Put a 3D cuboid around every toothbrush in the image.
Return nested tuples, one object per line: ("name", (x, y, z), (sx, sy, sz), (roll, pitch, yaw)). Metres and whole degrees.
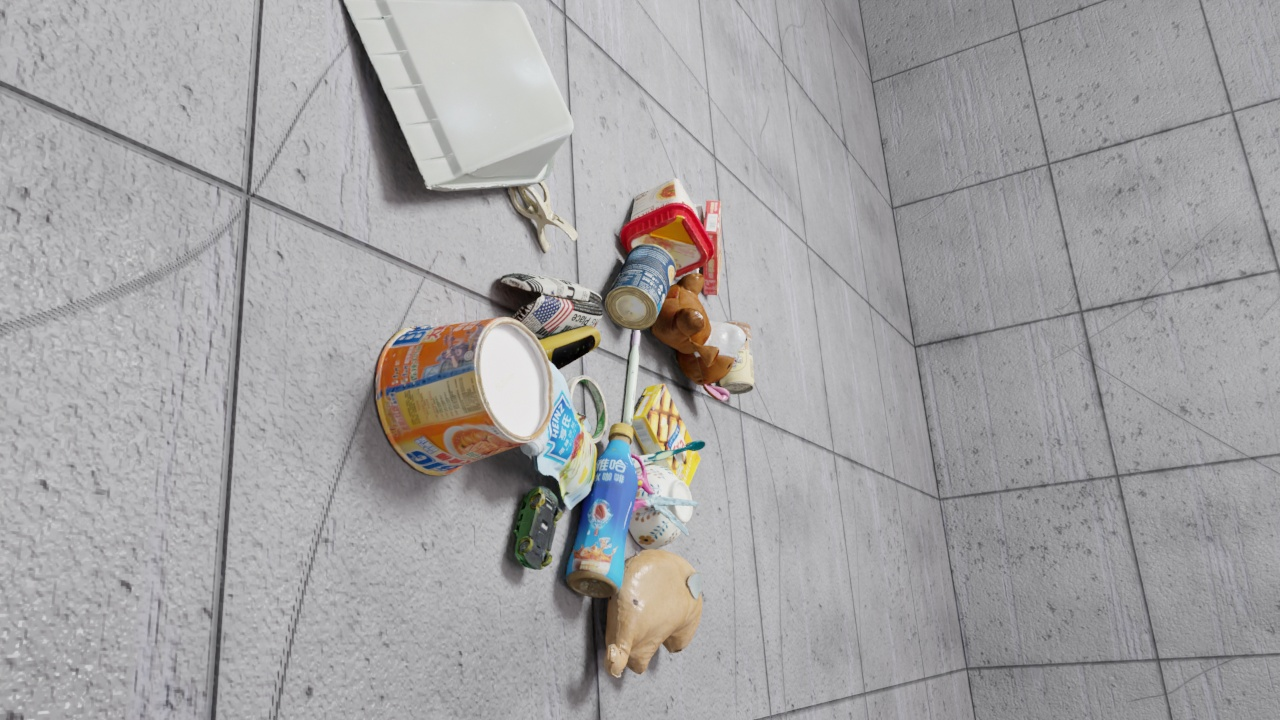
("toothbrush", (0.019, 0.128, 1.229), (0.191, 0.018, 0.016), (-9, 96, -43))
("toothbrush", (-0.008, 0.007, 1.274), (0.029, 0.020, 0.189), (46, 43, -46))

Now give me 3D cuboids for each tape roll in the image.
("tape roll", (-0.068, 0.061, 1.144), (0.085, 0.014, 0.085), (35, 48, -52))

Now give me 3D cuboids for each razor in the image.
("razor", (-0.101, -0.005, 1.037), (0.167, 0.068, 0.062), (-26, 123, -52))

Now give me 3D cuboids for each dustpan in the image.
("dustpan", (-0.190, -0.290, 1.037), (0.257, 0.143, 0.222), (-23, 87, -33))

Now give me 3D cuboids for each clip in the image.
("clip", (-0.122, -0.182, 1.124), (0.100, 0.072, 0.034), (55, 33, -25))

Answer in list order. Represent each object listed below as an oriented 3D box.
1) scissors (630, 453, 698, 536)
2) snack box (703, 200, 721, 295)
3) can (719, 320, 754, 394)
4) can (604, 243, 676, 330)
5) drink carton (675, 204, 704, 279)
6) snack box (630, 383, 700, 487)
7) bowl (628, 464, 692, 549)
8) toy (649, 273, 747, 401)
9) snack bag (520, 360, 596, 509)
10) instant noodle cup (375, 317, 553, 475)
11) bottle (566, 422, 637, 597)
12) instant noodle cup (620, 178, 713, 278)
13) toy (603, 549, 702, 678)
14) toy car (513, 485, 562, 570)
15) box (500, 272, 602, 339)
("scissors", (0.010, 0.182, 1.164), (0.134, 0.017, 0.112), (46, 62, -4))
("snack box", (0.119, -0.185, 1.521), (0.153, 0.025, 0.075), (83, 13, -53))
("can", (0.160, -0.006, 1.550), (0.058, 0.059, 0.116), (31, 52, -54))
("can", (0.001, -0.102, 1.278), (0.075, 0.075, 0.110), (60, 32, -29))
("drink carton", (0.076, -0.192, 1.486), (0.053, 0.045, 0.122), (73, 21, -52))
("snack box", (0.036, 0.113, 1.296), (0.140, 0.034, 0.086), (66, 30, -23))
("bowl", (0.031, 0.192, 1.221), (0.113, 0.062, 0.113), (33, 52, -54))
("toy", (0.094, -0.036, 1.386), (0.139, 0.131, 0.200), (-84, 157, -43))
("snack bag", (-0.087, 0.086, 1.007), (0.191, 0.039, 0.110), (69, 36, -60))
("instant noodle cup", (-0.161, 0.028, 0.882), (0.151, 0.112, 0.151), (34, 50, -53))
("bottle", (-0.038, 0.172, 1.097), (0.065, 0.065, 0.218), (51, 37, -39))
("instant noodle cup", (0.039, -0.198, 1.366), (0.117, 0.116, 0.124), (54, 23, -37))
("toy", (0.002, 0.300, 1.100), (0.225, 0.083, 0.143), (-3, 79, -60))
("toy car", (-0.113, 0.180, 0.985), (0.043, 0.036, 0.091), (51, 35, -41))
("box", (-0.103, -0.055, 1.093), (0.162, 0.076, 0.088), (9, 92, -64))
